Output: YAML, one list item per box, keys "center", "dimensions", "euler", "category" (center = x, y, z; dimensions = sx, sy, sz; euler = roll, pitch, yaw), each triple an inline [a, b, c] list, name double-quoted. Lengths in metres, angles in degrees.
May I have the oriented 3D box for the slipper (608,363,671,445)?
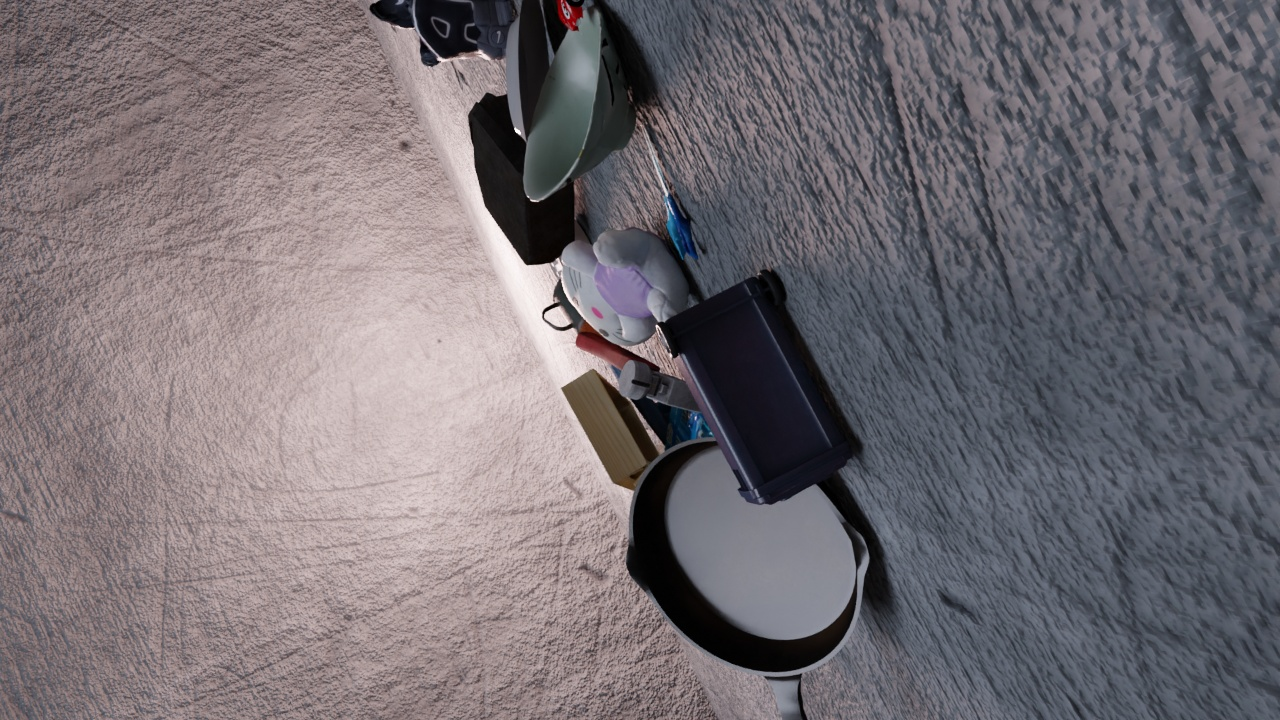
- center: [0.033, 0.065, 1.180]
  dimensions: [0.213, 0.059, 0.104]
  euler: [52, 178, -5]
  category: "slipper"

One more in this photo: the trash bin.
- center: [0.088, 0.027, 0.709]
  dimensions: [0.161, 0.093, 0.092]
  euler: [63, 175, 5]
  category: "trash bin"

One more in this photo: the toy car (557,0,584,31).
- center: [-0.066, -0.322, 0.761]
  dimensions: [0.038, 0.025, 0.089]
  euler: [174, 84, -79]
  category: "toy car"

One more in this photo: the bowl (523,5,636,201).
- center: [-0.042, -0.211, 0.802]
  dimensions: [0.175, 0.067, 0.174]
  euler: [-40, 43, 52]
  category: "bowl"

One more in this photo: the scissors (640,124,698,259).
- center: [0.026, -0.151, 0.815]
  dimensions: [0.073, 0.016, 0.134]
  euler: [-133, 24, -72]
  category: "scissors"

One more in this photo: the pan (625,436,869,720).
- center: [0.117, 0.231, 0.833]
  dimensions: [0.249, 0.043, 0.356]
  euler: [-15, 97, 37]
  category: "pan"

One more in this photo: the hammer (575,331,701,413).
- center: [-0.006, 0.006, 1.027]
  dimensions: [0.316, 0.126, 0.036]
  euler: [28, 102, 66]
  category: "hammer"

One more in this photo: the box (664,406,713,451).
- center: [0.091, 0.141, 0.978]
  dimensions: [0.167, 0.075, 0.243]
  euler: [65, 175, -26]
  category: "box"

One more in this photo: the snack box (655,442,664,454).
- center: [0.074, 0.218, 1.299]
  dimensions: [0.273, 0.076, 0.044]
  euler: [54, 163, 45]
  category: "snack box"

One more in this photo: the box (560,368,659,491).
- center: [0.020, 0.136, 1.082]
  dimensions: [0.257, 0.076, 0.247]
  euler: [46, 180, 14]
  category: "box"

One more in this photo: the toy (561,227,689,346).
- center: [-0.019, -0.083, 0.971]
  dimensions: [0.137, 0.085, 0.209]
  euler: [44, 165, -8]
  category: "toy"

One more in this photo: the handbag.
- center: [-0.161, -0.259, 1.207]
  dimensions: [0.199, 0.102, 0.198]
  euler: [51, 158, 23]
  category: "handbag"

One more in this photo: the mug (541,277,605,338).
- center: [-0.076, -0.068, 1.235]
  dimensions: [0.081, 0.111, 0.085]
  euler: [55, 163, 34]
  category: "mug"

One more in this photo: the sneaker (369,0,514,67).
- center: [-0.240, -0.439, 1.022]
  dimensions: [0.097, 0.150, 0.253]
  euler: [55, 166, 44]
  category: "sneaker"

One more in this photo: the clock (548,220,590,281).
- center: [-0.113, -0.162, 1.330]
  dimensions: [0.159, 0.061, 0.120]
  euler: [55, 167, 37]
  category: "clock"

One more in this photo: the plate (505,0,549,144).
- center: [-0.113, -0.280, 0.916]
  dimensions: [0.172, 0.019, 0.173]
  euler: [3, -92, -86]
  category: "plate"
